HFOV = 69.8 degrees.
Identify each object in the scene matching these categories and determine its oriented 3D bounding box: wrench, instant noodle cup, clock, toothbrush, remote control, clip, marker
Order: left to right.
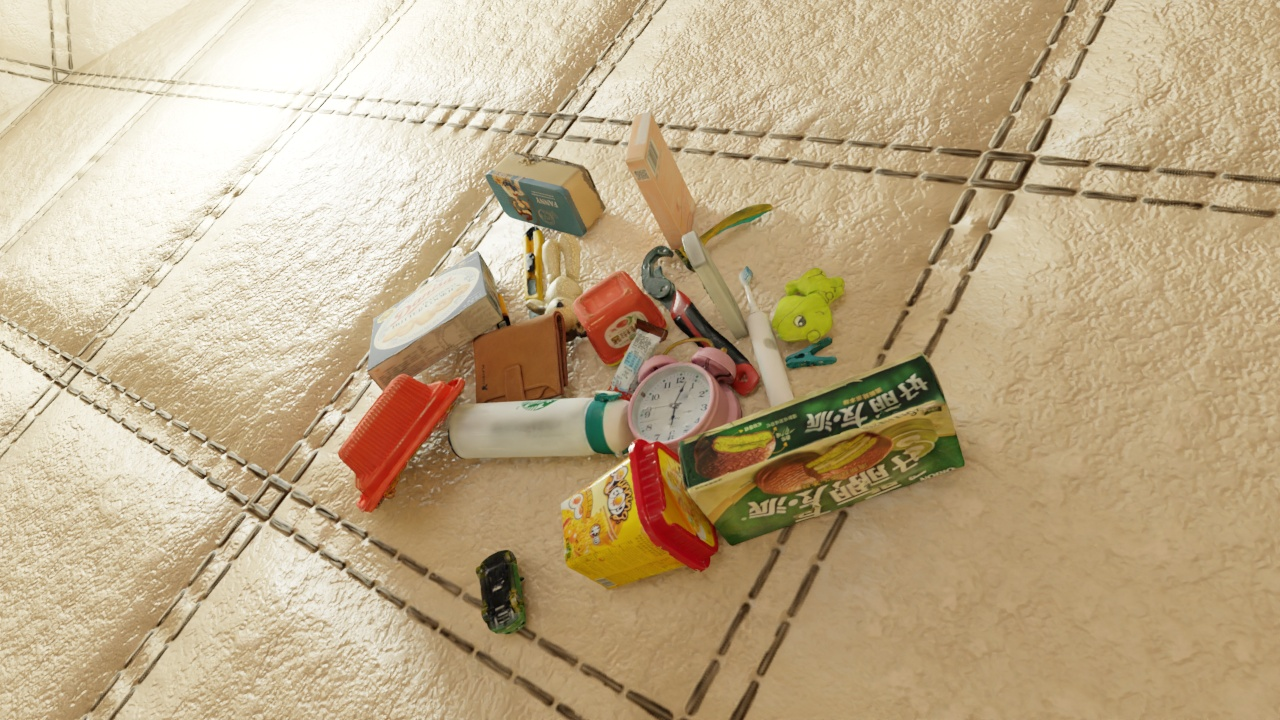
[{"bbox_3d":[-0.293,0.087,1.086,0.188,0.079,0.165,-57,14,-17],"label":"instant noodle cup"},{"bbox_3d":[-0.180,-0.045,1.215,0.018,0.015,0.123,-30,48,8],"label":"marker"},{"bbox_3d":[-0.005,0.157,0.893,0.124,0.116,0.116,-30,45,22],"label":"instant noodle cup"},{"bbox_3d":[0.046,0.043,0.979,0.117,0.060,0.158,-9,52,28],"label":"clock"},{"bbox_3d":[0.063,-0.049,1.074,0.056,0.016,0.273,-45,45,13],"label":"wrench"},{"bbox_3d":[0.082,-0.082,1.009,0.019,0.135,0.056,-25,47,11],"label":"remote control"},{"bbox_3d":[0.135,-0.025,1.010,0.026,0.026,0.220,-54,32,38],"label":"toothbrush"},{"bbox_3d":[0.181,-0.005,0.977,0.055,0.013,0.034,-21,46,15],"label":"clip"}]

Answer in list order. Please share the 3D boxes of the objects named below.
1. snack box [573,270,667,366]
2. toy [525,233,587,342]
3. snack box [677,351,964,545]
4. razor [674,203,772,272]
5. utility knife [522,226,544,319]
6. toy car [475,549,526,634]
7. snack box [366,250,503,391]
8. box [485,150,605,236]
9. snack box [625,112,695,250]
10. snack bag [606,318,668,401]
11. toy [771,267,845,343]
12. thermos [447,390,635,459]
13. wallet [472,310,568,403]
[{"bbox_3d":[-0.028,-0.054,1.089,0.091,0.080,0.082,-35,45,1],"label":"snack box"},{"bbox_3d":[-0.099,-0.094,1.171,0.105,0.066,0.157,-8,57,3],"label":"toy"},{"bbox_3d":[0.165,0.085,0.843,0.240,0.114,0.063,-22,48,13],"label":"snack box"},{"bbox_3d":[0.105,-0.160,1.138,0.132,0.028,0.043,-32,42,1],"label":"razor"},{"bbox_3d":[-0.145,-0.121,1.254,0.033,0.015,0.190,-23,47,16],"label":"utility knife"},{"bbox_3d":[-0.142,0.239,0.949,0.043,0.036,0.091,-28,47,9],"label":"toy car"},{"bbox_3d":[-0.274,-0.055,1.220,0.178,0.046,0.182,-33,28,3],"label":"snack box"},{"bbox_3d":[-0.129,-0.234,1.285,0.184,0.090,0.063,21,61,41],"label":"box"},{"bbox_3d":[0.027,-0.219,1.136,0.026,0.157,0.084,-8,51,22],"label":"snack box"},{"bbox_3d":[-0.006,0.006,1.046,0.048,0.026,0.104,24,90,32],"label":"snack bag"},{"bbox_3d":[0.182,-0.058,1.007,0.100,0.031,0.097,-42,40,-10],"label":"toy"},{"bbox_3d":[-0.110,0.074,1.040,0.225,0.073,0.073,-4,53,27],"label":"thermos"},{"bbox_3d":[-0.148,0.005,1.118,0.132,0.031,0.107,-14,71,31],"label":"wallet"}]
